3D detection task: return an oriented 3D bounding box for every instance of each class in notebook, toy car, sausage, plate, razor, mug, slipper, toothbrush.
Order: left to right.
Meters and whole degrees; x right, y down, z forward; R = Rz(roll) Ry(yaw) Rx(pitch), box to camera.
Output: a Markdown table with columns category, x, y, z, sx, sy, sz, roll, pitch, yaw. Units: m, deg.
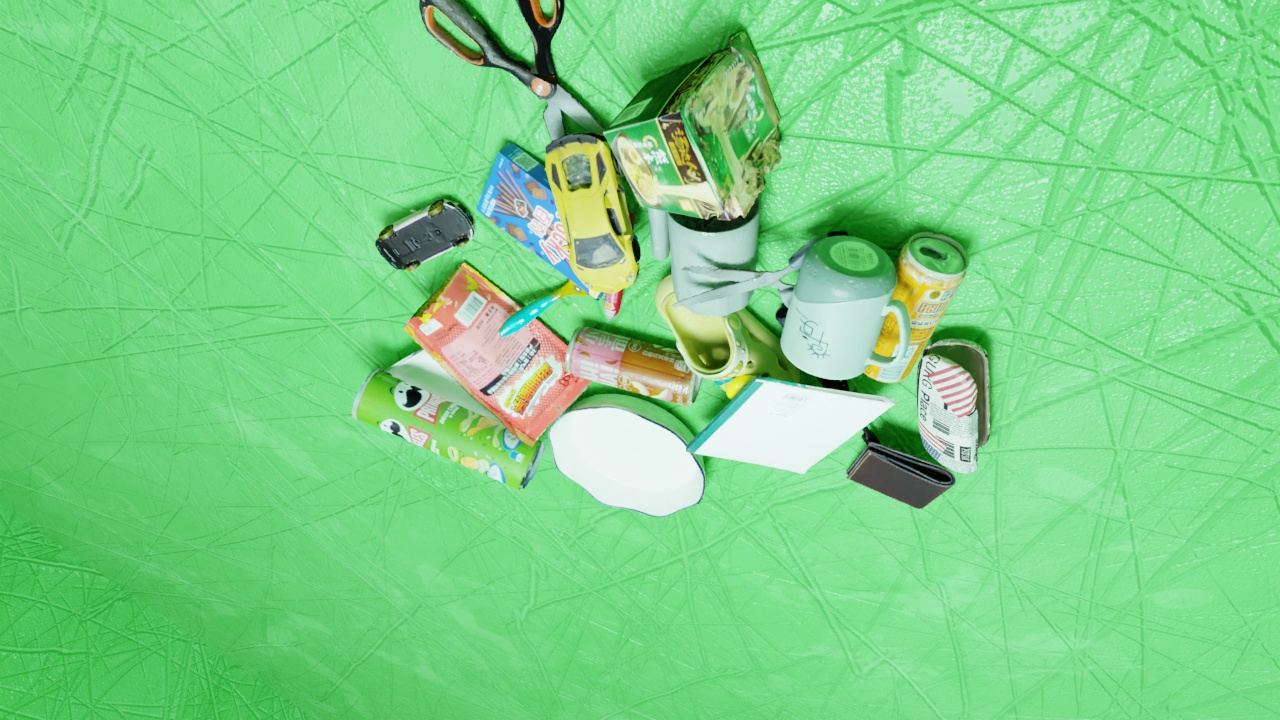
| category | x | y | z | sx | sy | sz | roll | pitch | yaw |
| --- | --- | --- | --- | --- | --- | --- | --- | --- | --- |
| toy car | -0.234 | -0.138 | 1.000 | 0.123 | 0.037 | 0.056 | -20 | 126 | 25 |
| plate | -0.247 | 0.044 | 1.198 | 0.267 | 0.034 | 0.162 | -25 | 119 | 42 |
| razor | -0.104 | -0.060 | 1.002 | 0.133 | 0.028 | 0.043 | -29 | 120 | 24 |
| toy car | -0.042 | -0.134 | 0.851 | 0.071 | 0.041 | 0.156 | -6 | 110 | 19 |
| sausage | -0.024 | -0.097 | 0.948 | 0.020 | 0.020 | 0.156 | 19 | 138 | 7 |
| plate | -0.013 | 0.116 | 1.148 | 0.205 | 0.045 | 0.205 | 14 | 139 | 12 |
| mug | 0.054 | -0.114 | 0.857 | 0.124 | 0.083 | 0.103 | 35 | 148 | 32 |
| slipper | 0.081 | -0.008 | 0.942 | 0.092 | 0.081 | 0.190 | -27 | 115 | 41 |
| notebook | 0.151 | 0.072 | 0.978 | 0.150 | 0.012 | 0.210 | 10 | 153 | -13 |
| toothbrush | 0.202 | 0.023 | 0.957 | 0.212 | 0.026 | 0.027 | 52 | 162 | -29 |
| mug | 0.186 | -0.042 | 0.806 | 0.112 | 0.082 | 0.107 | 31 | 136 | 24 |

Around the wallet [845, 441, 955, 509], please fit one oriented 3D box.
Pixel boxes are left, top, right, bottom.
| category | x | y | z | sx | sy | sz | roll | pitch | yaw |
| --- | --- | --- | --- | --- | --- | --- | --- | --- | --- |
| wallet | 0.281 | 0.129 | 1.004 | 0.096 | 0.020 | 0.122 | 23 | 161 | 9 |

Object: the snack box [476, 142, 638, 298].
| category | x | y | z | sx | sy | sz | roll | pitch | yaw |
| --- | --- | --- | --- | --- | --- | --- | --- | --- | --- |
| snack box | -0.085 | -0.138 | 0.915 | 0.157 | 0.026 | 0.085 | 37 | 139 | 0 |

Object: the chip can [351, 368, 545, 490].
| category | x | y | z | sx | sy | sz | roll | pitch | yaw |
| --- | --- | --- | --- | --- | --- | --- | --- | --- | --- |
| chip can | -0.240 | 0.088 | 1.157 | 0.236 | 0.072 | 0.072 | 23 | 139 | 2 |

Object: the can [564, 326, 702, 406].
| category | x | y | z | sx | sy | sz | roll | pitch | yaw |
| --- | --- | --- | --- | --- | --- | --- | --- | --- | --- |
| can | -0.006 | 0.006 | 1.017 | 0.147 | 0.057 | 0.058 | 15 | 138 | 12 |

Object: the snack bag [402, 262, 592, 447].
| category | x | y | z | sx | sy | sz | roll | pitch | yaw |
| --- | --- | --- | --- | --- | --- | --- | --- | --- | --- |
| snack bag | -0.161 | -0.007 | 1.063 | 0.208 | 0.073 | 0.129 | 41 | 98 | -16 |

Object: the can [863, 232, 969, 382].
| category | x | y | z | sx | sy | sz | roll | pitch | yaw |
| --- | --- | --- | --- | --- | --- | --- | --- | --- | --- |
| can | 0.244 | -0.045 | 0.837 | 0.058 | 0.058 | 0.146 | 20 | 139 | 6 |

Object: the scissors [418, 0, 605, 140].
| category | x | y | z | sx | sy | sz | roll | pitch | yaw |
| --- | --- | --- | --- | --- | --- | --- | --- | --- | --- |
| scissors | -0.096 | -0.263 | 0.807 | 0.221 | 0.021 | 0.224 | 27 | 139 | -1 |

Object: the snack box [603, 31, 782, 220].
| category | x | y | z | sx | sy | sz | roll | pitch | yaw |
| --- | --- | --- | --- | --- | --- | --- | --- | --- | --- |
| snack box | 0.039 | -0.186 | 0.761 | 0.106 | 0.118 | 0.117 | 3 | 136 | 38 |

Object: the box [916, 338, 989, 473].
| category | x | y | z | sx | sy | sz | roll | pitch | yaw |
| --- | --- | --- | --- | --- | --- | --- | --- | --- | --- |
| box | 0.300 | 0.054 | 0.897 | 0.074 | 0.079 | 0.164 | 8 | 143 | 25 |

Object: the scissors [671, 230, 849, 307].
| category | x | y | z | sx | sy | sz | roll | pitch | yaw |
| --- | --- | --- | --- | --- | --- | --- | --- | --- | --- |
| scissors | 0.118 | -0.075 | 0.833 | 0.172 | 0.014 | 0.159 | -37 | 137 | 14 |
